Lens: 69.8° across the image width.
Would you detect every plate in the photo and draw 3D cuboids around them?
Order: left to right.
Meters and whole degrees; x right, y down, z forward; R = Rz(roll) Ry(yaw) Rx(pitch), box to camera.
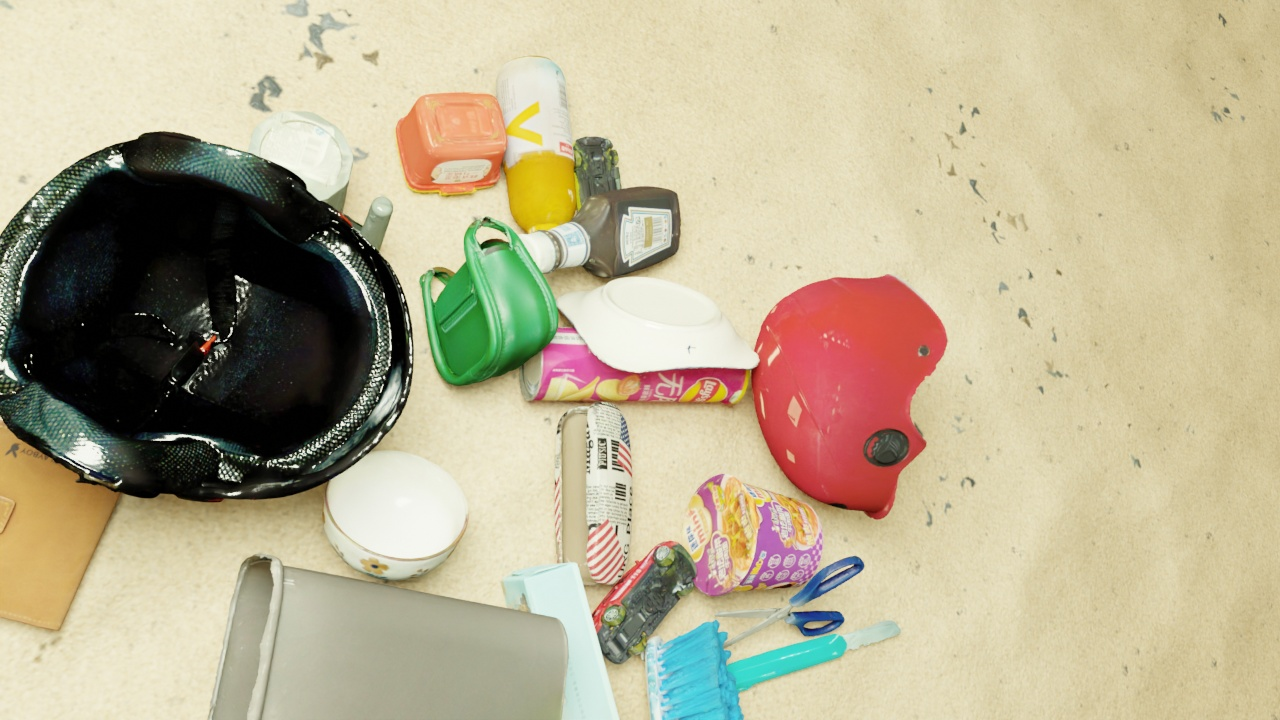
[{"bbox_3d":[0.016,-0.041,0.844,0.164,0.163,0.034,-2,118,-27],"label":"plate"}]

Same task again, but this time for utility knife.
[{"bbox_3d":[0.168,0.289,0.903,0.221,0.013,0.029,-8,80,-23],"label":"utility knife"}]

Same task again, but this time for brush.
[{"bbox_3d":[0.044,0.391,0.792,0.110,0.060,0.314,-13,75,17],"label":"brush"}]

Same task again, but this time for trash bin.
[{"bbox_3d":[-0.187,0.253,0.662,0.219,0.199,0.198,15,73,-27],"label":"trash bin"}]

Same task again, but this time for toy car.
[{"bbox_3d":[-0.045,-0.169,0.913,0.048,0.032,0.105,-11,93,-27],"label":"toy car"},{"bbox_3d":[0.000,0.213,0.825,0.120,0.045,0.053,-43,120,-23],"label":"toy car"}]

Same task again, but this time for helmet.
[{"bbox_3d":[-0.300,-0.022,0.651,0.274,0.230,0.233,25,83,-16],"label":"helmet"},{"bbox_3d":[0.176,0.031,0.875,0.144,0.206,0.240,5,107,-7],"label":"helmet"}]

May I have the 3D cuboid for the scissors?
[{"bbox_3d":[0.143,0.235,0.865,0.175,0.163,0.012,27,26,-41],"label":"scissors"}]

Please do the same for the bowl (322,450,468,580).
[{"bbox_3d":[-0.202,0.133,0.738,0.113,0.062,0.113,20,34,-14],"label":"bowl"}]

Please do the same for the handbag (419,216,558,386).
[{"bbox_3d":[-0.137,-0.045,0.786,0.067,0.132,0.120,-20,81,-36],"label":"handbag"}]

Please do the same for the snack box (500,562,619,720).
[{"bbox_3d":[-0.065,0.259,0.772,0.051,0.074,0.174,-12,82,-27],"label":"snack box"}]

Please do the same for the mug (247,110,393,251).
[{"bbox_3d":[-0.267,-0.138,0.765,0.124,0.104,0.083,29,67,-14],"label":"mug"}]

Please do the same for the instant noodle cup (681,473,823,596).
[{"bbox_3d":[0.109,0.168,0.860,0.099,0.112,0.111,14,71,-30],"label":"instant noodle cup"}]

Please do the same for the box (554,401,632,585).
[{"bbox_3d":[-0.030,0.118,0.820,0.075,0.081,0.163,9,72,-32],"label":"box"}]

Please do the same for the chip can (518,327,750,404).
[{"bbox_3d":[-0.005,0.005,0.865,0.210,0.072,0.071,2,76,-23],"label":"chip can"}]

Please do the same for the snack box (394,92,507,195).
[{"bbox_3d":[-0.169,-0.199,0.837,0.091,0.080,0.082,-10,82,-26],"label":"snack box"}]

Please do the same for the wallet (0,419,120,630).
[{"bbox_3d":[-0.454,0.115,0.660,0.119,0.035,0.130,23,68,-24],"label":"wallet"}]

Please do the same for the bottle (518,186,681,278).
[{"bbox_3d":[-0.037,-0.115,0.854,0.194,0.044,0.080,-22,118,-45],"label":"bottle"}]

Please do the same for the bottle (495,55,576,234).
[{"bbox_3d":[-0.097,-0.191,0.873,0.068,0.068,0.189,-3,81,-25],"label":"bottle"}]
